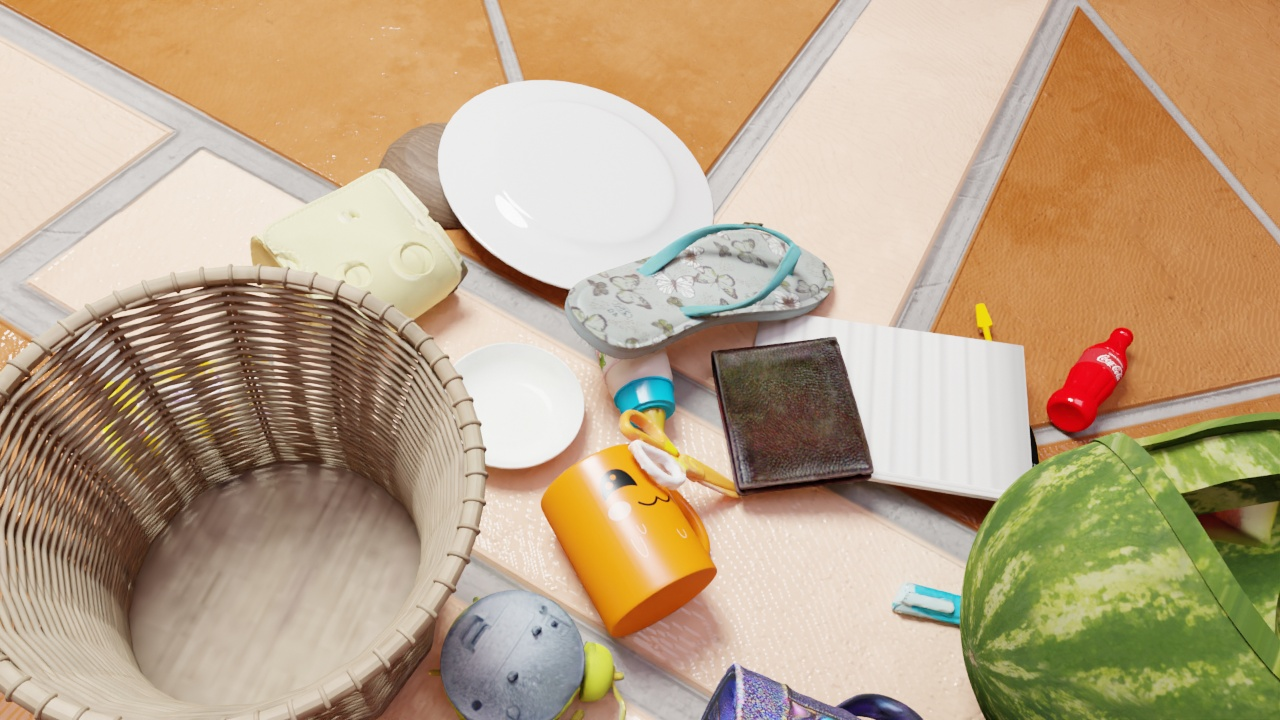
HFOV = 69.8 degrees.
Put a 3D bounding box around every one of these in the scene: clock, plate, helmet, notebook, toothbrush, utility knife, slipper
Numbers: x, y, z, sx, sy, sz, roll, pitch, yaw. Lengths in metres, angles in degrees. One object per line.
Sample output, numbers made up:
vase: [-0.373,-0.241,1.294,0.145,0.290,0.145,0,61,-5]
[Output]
clock: [-0.064,0.190,0.541,0.119,0.057,0.083,28,55,10]
plate: [-0.093,0.036,0.659,0.104,0.026,0.104,4,56,-6]
helmet: [0.305,0.155,0.519,0.247,0.244,0.212,2,33,-6]
notebook: [0.188,0.031,0.703,0.210,0.009,0.142,9,54,7]
toothbrush: [0.289,0.031,0.729,0.031,0.031,0.196,-9,52,15]
utility knife: [0.262,0.184,0.630,0.181,0.015,0.022,15,84,-2]
plate: [-0.049,-0.158,0.782,0.242,0.016,0.242,10,55,-14]
slipper: [0.056,-0.070,0.702,0.268,0.055,0.098,-17,55,-39]

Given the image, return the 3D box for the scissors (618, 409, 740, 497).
scissors: [0.033,0.073,0.619,0.128,0.013,0.064,32,24,-39]

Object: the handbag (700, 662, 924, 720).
handbag: [0.117,0.269,0.471,0.205,0.126,0.221,22,36,5]

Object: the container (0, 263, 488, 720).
container: [-0.201,0.098,0.485,0.227,0.197,0.226,5,59,-9]

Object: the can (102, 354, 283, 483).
can: [-0.287,0.035,0.599,0.105,0.068,0.067,-14,60,-19]

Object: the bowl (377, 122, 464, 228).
bowl: [-0.165,-0.165,0.780,0.118,0.030,0.117,5,55,-7]

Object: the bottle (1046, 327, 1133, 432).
bottle: [0.374,0.011,0.753,0.036,0.036,0.118,39,58,16]

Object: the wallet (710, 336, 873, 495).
wallet: [0.109,0.039,0.674,0.099,0.031,0.119,-8,56,-2]

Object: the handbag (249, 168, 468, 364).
handbag: [-0.205,-0.070,0.679,0.111,0.081,0.119,46,57,6]

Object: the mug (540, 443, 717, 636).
mug: [0.003,0.114,0.602,0.112,0.078,0.096,-1,50,-49]

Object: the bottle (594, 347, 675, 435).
bottle: [-0.004,0.004,0.681,0.051,0.051,0.146,-7,58,-15]
